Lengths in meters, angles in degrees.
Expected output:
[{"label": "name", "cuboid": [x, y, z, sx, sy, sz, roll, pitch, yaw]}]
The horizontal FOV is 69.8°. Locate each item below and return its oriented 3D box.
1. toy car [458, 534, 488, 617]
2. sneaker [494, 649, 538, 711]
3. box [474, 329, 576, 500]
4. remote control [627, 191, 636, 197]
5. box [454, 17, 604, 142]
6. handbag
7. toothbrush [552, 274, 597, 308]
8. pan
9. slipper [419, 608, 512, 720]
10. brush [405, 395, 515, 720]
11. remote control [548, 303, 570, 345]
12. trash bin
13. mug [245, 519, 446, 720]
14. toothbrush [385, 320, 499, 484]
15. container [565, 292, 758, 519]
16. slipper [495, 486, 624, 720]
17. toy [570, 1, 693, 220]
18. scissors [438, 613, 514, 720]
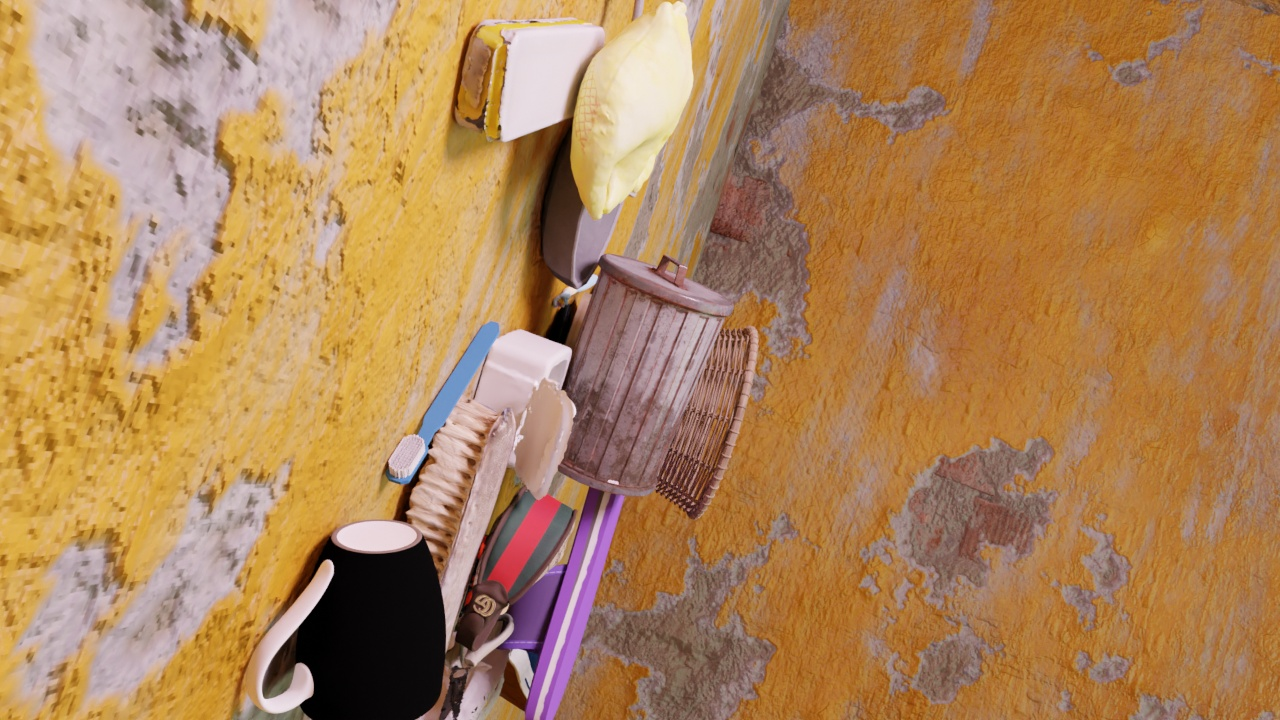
[{"label": "toy car", "cuboid": [-0.158, 0.198, 0.865, 0.100, 0.049, 0.051, -54, 162, -72]}, {"label": "sneaker", "cuboid": [-0.158, 0.373, 1.215, 0.127, 0.121, 0.295, -52, 162, -33]}, {"label": "box", "cuboid": [-0.101, 0.041, 0.760, 0.190, 0.083, 0.111, -118, -136, -74]}, {"label": "remote control", "cuboid": [-0.014, -0.215, 1.012, 0.138, 0.025, 0.060, -38, 147, -81]}, {"label": "box", "cuboid": [-0.065, -0.184, 0.588, 0.209, 0.033, 0.064, -61, 167, -66]}, {"label": "handbag", "cuboid": [-0.109, 0.174, 0.766, 0.138, 0.063, 0.166, -58, 180, -4]}, {"label": "toothbrush", "cuboid": [-0.068, -0.079, 1.003, 0.022, 0.016, 0.154, -38, -176, 17]}, {"label": "pan", "cuboid": [-0.024, -0.230, 0.769, 0.178, 0.041, 0.358, -61, 169, -63]}, {"label": "slipper", "cuboid": [-0.173, 0.299, 0.956, 0.112, 0.074, 0.246, -31, -154, 46]}, {"label": "brush", "cuboid": [-0.157, 0.158, 0.688, 0.083, 0.056, 0.271, -41, 150, -83]}, {"label": "remote control", "cuboid": [-0.101, 0.010, 0.952, 0.041, 0.020, 0.151, 98, 12, -63]}, {"label": "trash bin", "cuboid": [-0.005, 0.005, 0.861, 0.130, 0.131, 0.211, -48, 160, -76]}, {"label": "mug", "cuboid": [-0.167, 0.151, 0.525, 0.118, 0.085, 0.100, -8, 108, -50]}, {"label": "toothbrush", "cuboid": [-0.136, 0.023, 0.653, 0.014, 0.016, 0.166, 100, 10, -45]}, {"label": "container", "cuboid": [0.003, 0.041, 1.036, 0.227, 0.196, 0.227, -167, -85, -88]}, {"label": "slipper", "cuboid": [-0.090, 0.222, 0.923, 0.107, 0.084, 0.266, 73, 34, -77]}, {"label": "toy", "cuboid": [-0.002, -0.186, 0.674, 0.170, 0.064, 0.155, -50, 161, -60]}, {"label": "scissors", "cuboid": [-0.157, 0.255, 0.758, 0.169, 0.132, 0.012, -36, 114, -58]}]
